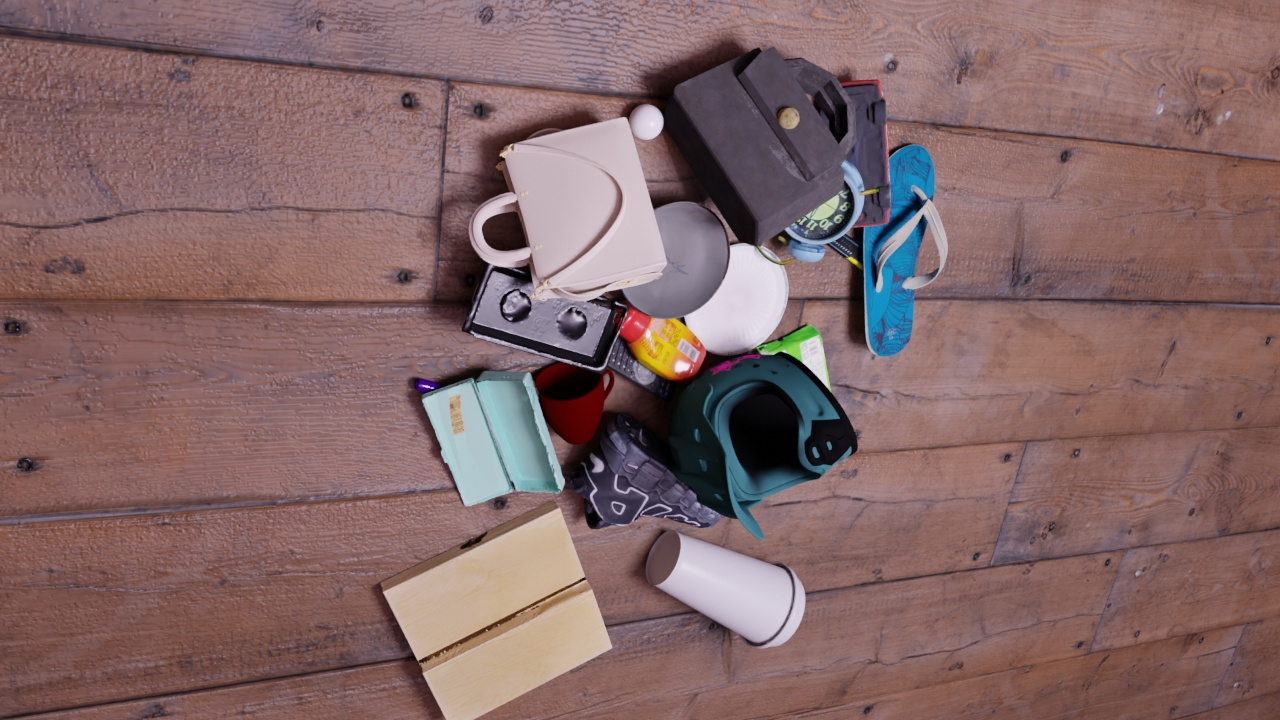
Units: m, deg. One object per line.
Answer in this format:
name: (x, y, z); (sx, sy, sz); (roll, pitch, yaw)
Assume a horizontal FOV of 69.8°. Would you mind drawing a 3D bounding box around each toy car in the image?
toy car: (-0.118, -0.058, 1.086); (0.191, 0.071, 0.094); (16, 102, -30)
toy car: (0.277, -0.263, 1.180); (0.082, 0.056, 0.189); (-3, 117, 15)

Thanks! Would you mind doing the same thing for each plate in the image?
plate: (0.127, -0.081, 1.222); (0.156, 0.014, 0.157); (-9, 115, -21)

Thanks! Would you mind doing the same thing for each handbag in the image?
handbag: (-0.091, -0.159, 1.013); (0.197, 0.101, 0.194); (-14, 83, -14)
handbag: (0.162, -0.266, 1.065); (0.199, 0.102, 0.197); (-33, 88, -15)

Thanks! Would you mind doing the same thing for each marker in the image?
marker: (-0.213, 0.045, 1.118); (0.133, 0.018, 0.015); (20, 105, -33)

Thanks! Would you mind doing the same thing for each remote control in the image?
remote control: (-0.007, 0.007, 1.190); (0.140, 0.021, 0.045); (31, 64, -32)

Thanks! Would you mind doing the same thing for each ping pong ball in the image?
ping pong ball: (0.007, -0.278, 1.068); (0.040, 0.040, 0.040); (-9, 114, -21)

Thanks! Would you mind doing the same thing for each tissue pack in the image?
tissue pack: (0.215, 0.018, 1.293); (0.099, 0.034, 0.114); (-23, 118, -14)

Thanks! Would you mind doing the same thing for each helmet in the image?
helmet: (0.134, 0.102, 1.144); (0.200, 0.275, 0.176); (-27, 109, -6)

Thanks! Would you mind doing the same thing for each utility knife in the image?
utility knife: (0.277, -0.159, 1.257); (0.172, 0.020, 0.029); (26, 96, -30)

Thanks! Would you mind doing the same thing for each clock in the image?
clock: (0.213, -0.191, 1.168); (0.118, 0.060, 0.162); (37, 116, -6)

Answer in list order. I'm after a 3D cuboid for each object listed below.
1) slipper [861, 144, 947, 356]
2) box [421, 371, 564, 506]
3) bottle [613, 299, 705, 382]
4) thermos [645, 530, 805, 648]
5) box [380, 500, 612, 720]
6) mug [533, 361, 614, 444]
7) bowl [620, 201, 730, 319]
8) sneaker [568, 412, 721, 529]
slipper: (0.361, -0.145, 1.259); (0.118, 0.060, 0.295); (-4, 105, -24)
box: (-0.178, 0.098, 1.130); (0.139, 0.052, 0.187); (-6, 126, 7)
bottle: (0.020, -0.027, 1.172); (0.134, 0.048, 0.071); (35, 73, -29)
thermos: (0.121, 0.326, 1.335); (0.221, 0.131, 0.131); (29, 97, -24)
box: (-0.187, 0.346, 1.243); (0.246, 0.068, 0.253); (-24, 113, -15)
mug: (-0.074, 0.053, 1.154); (0.113, 0.087, 0.088); (-33, 132, -31)
bowl: (0.032, -0.129, 1.133); (0.150, 0.057, 0.151); (-9, 114, -22)
sneaker: (0.000, 0.188, 1.238); (0.151, 0.097, 0.252); (-38, 129, 13)
